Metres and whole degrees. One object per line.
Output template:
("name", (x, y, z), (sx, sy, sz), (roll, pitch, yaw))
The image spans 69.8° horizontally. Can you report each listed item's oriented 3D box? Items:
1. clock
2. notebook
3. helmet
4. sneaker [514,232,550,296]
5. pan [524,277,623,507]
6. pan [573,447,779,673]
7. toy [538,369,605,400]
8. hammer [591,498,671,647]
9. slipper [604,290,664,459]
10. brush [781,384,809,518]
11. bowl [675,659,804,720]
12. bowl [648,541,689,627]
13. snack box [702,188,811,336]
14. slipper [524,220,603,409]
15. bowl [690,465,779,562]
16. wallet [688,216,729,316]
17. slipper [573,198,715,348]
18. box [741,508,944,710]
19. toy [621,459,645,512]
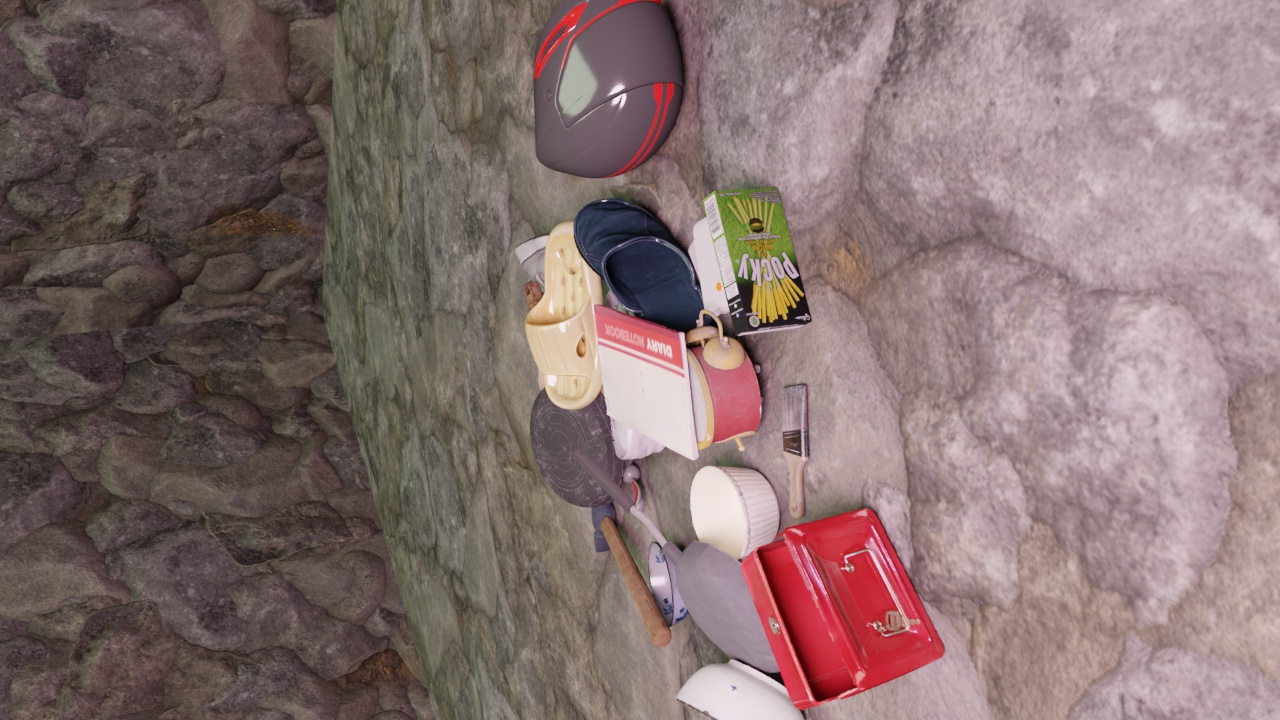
("clock", (0.090, 0.019, 1.038), (0.117, 0.081, 0.159), (-140, 40, -65))
("notebook", (0.002, 0.020, 1.099), (0.209, 0.012, 0.153), (22, 123, 58))
("helmet", (-0.037, -0.317, 1.105), (0.266, 0.163, 0.170), (-43, 70, 46))
("sneaker", (-0.105, -0.135, 1.375), (0.264, 0.096, 0.129), (-8, 101, 61))
("pan", (-0.125, 0.050, 1.359), (0.208, 0.040, 0.357), (-20, 87, 50))
("pan", (0.041, 0.232, 1.079), (0.357, 0.041, 0.179), (43, 154, 19))
("toy", (-0.085, 0.007, 1.369), (0.265, 0.065, 0.196), (5, 109, 54))
("hammer", (-0.017, 0.297, 1.309), (0.321, 0.040, 0.129), (-128, 35, -62))
("slipper", (-0.007, 0.007, 1.228), (0.112, 0.074, 0.246), (-20, 74, 53))
("brush", (0.168, 0.098, 0.988), (0.039, 0.012, 0.151), (14, 110, 61))
("bowl", (0.123, 0.393, 1.043), (0.072, 0.153, 0.154), (-59, 20, -19))
("bowl", (0.047, 0.295, 1.223), (0.114, 0.045, 0.114), (173, 91, -76))
("snack box", (0.121, -0.103, 0.950), (0.025, 0.080, 0.147), (-29, 71, 61))
("slipper", (-0.105, -0.057, 1.240), (0.111, 0.079, 0.261), (7, 100, 36))
("bowl", (0.113, 0.174, 1.057), (0.115, 0.062, 0.115), (25, 118, 58))
("wallet", (0.092, -0.111, 1.051), (0.115, 0.037, 0.118), (-24, 72, 62))
("slipper", (-0.002, -0.127, 1.128), (0.265, 0.109, 0.083), (56, 176, 33))
("box", (0.185, 0.235, 0.869), (0.113, 0.134, 0.157), (-56, 48, 50))
("toy", (-0.015, 0.164, 1.335), (0.049, 0.030, 0.111), (72, 177, -61))
